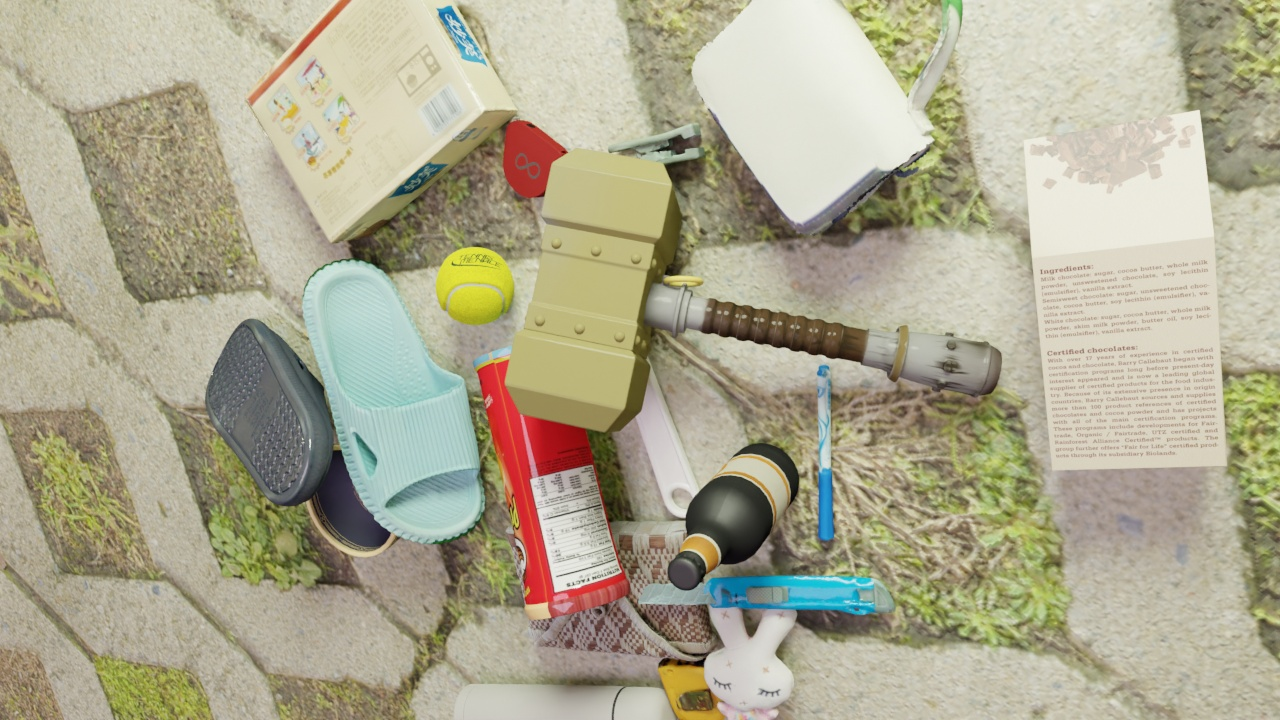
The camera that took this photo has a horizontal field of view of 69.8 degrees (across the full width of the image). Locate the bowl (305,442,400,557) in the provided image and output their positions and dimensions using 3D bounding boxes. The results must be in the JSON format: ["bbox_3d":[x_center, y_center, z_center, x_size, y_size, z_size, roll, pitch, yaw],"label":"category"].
[{"bbox_3d":[-0.262,0.126,0.890,0.112,0.061,0.112,7,107,24],"label":"bowl"}]

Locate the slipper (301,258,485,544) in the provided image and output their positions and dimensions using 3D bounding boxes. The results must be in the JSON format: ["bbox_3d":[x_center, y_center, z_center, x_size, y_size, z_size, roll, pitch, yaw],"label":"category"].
[{"bbox_3d":[-0.218,0.035,0.818,0.070,0.115,0.276,-20,92,64],"label":"slipper"}]

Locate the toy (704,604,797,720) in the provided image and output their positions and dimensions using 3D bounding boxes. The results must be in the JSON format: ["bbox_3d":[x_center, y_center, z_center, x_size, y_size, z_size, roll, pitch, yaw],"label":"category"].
[{"bbox_3d":[0.090,0.259,0.762,0.076,0.037,0.125,5,96,12],"label":"toy"}]

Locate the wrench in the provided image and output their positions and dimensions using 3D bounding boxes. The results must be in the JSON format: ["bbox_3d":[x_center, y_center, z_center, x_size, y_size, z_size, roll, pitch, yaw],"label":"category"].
[{"bbox_3d":[-0.004,0.004,0.760,0.066,0.018,0.273,-16,98,28],"label":"wrench"}]

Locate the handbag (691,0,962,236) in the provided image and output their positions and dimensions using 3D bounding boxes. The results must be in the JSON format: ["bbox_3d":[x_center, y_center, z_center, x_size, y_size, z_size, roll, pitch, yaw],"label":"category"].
[{"bbox_3d":[0.137,-0.187,0.595,0.151,0.073,0.176,56,138,4],"label":"handbag"}]

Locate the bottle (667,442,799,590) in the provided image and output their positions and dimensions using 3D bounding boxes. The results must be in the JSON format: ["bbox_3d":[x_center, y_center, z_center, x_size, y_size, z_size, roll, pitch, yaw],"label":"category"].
[{"bbox_3d":[0.064,0.115,0.664,0.059,0.181,0.059,7,107,23],"label":"bottle"}]

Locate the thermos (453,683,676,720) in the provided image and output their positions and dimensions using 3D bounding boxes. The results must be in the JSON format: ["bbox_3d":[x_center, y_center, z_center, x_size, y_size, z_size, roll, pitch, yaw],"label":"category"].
[{"bbox_3d":[-0.073,0.333,0.864,0.225,0.052,0.052,-10,100,27],"label":"thermos"}]

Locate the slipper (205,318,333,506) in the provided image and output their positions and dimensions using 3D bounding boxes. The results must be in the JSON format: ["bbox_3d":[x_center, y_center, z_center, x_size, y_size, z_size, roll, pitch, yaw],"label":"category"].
[{"bbox_3d":[-0.337,0.047,0.879,0.268,0.083,0.111,37,103,44],"label":"slipper"}]

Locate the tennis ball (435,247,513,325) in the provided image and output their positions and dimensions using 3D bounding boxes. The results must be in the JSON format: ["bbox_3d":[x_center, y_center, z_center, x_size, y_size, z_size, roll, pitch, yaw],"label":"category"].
[{"bbox_3d":[-0.140,-0.062,0.776,0.065,0.065,0.065,7,107,23],"label":"tennis ball"}]

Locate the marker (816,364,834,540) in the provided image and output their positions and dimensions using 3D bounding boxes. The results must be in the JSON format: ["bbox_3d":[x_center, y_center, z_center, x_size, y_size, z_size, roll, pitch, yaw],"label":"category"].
[{"bbox_3d":[0.142,0.072,0.712,0.013,0.013,0.142,3,106,25],"label":"marker"}]

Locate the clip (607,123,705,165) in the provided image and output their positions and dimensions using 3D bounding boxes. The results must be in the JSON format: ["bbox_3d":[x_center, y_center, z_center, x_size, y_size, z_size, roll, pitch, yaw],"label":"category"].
[{"bbox_3d":[0.011,-0.160,0.703,0.076,0.023,0.043,-9,99,25],"label":"clip"}]

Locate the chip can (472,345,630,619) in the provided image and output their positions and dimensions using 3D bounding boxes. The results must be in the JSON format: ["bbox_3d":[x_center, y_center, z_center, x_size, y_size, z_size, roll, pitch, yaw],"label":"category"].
[{"bbox_3d":[-0.075,0.096,0.754,0.087,0.087,0.213,-18,82,28],"label":"chip can"}]

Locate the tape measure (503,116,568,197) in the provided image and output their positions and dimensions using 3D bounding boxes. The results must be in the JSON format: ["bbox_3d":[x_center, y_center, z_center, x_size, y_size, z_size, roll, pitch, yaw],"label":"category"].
[{"bbox_3d":[-0.090,-0.163,0.752,0.059,0.019,0.051,40,119,18],"label":"tape measure"}]

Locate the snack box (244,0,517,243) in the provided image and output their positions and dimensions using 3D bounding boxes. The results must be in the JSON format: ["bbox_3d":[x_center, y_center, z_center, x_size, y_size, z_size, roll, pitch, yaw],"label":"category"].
[{"bbox_3d":[-0.224,-0.217,0.779,0.208,0.055,0.153,-31,90,29],"label":"snack box"}]

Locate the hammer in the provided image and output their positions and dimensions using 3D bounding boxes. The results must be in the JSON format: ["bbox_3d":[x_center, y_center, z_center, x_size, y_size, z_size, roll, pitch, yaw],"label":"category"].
[{"bbox_3d":[0.087,-0.023,0.653,0.325,0.100,0.190,12,88,7],"label":"hammer"}]

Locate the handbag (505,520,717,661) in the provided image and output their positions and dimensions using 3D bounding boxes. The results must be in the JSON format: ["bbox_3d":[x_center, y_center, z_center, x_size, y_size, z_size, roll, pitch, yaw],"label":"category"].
[{"bbox_3d":[-0.029,0.202,0.811,0.186,0.046,0.124,-4,103,25],"label":"handbag"}]

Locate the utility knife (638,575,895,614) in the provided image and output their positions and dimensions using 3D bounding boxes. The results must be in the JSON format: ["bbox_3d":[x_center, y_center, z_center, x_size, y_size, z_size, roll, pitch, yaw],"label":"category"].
[{"bbox_3d":[0.099,0.190,0.742,0.207,0.015,0.031,-4,79,14],"label":"utility knife"}]

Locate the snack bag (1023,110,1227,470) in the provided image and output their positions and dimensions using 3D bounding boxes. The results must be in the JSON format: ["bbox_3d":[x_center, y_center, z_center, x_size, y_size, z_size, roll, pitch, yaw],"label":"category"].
[{"bbox_3d":[0.300,-0.042,0.572,0.094,0.069,0.206,-5,102,26],"label":"snack bag"}]

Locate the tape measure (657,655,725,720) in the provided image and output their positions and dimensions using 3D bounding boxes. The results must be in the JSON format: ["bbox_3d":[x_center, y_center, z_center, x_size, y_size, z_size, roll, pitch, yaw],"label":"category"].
[{"bbox_3d":[0.053,0.292,0.807,0.059,0.030,0.068,-17,97,30],"label":"tape measure"}]
